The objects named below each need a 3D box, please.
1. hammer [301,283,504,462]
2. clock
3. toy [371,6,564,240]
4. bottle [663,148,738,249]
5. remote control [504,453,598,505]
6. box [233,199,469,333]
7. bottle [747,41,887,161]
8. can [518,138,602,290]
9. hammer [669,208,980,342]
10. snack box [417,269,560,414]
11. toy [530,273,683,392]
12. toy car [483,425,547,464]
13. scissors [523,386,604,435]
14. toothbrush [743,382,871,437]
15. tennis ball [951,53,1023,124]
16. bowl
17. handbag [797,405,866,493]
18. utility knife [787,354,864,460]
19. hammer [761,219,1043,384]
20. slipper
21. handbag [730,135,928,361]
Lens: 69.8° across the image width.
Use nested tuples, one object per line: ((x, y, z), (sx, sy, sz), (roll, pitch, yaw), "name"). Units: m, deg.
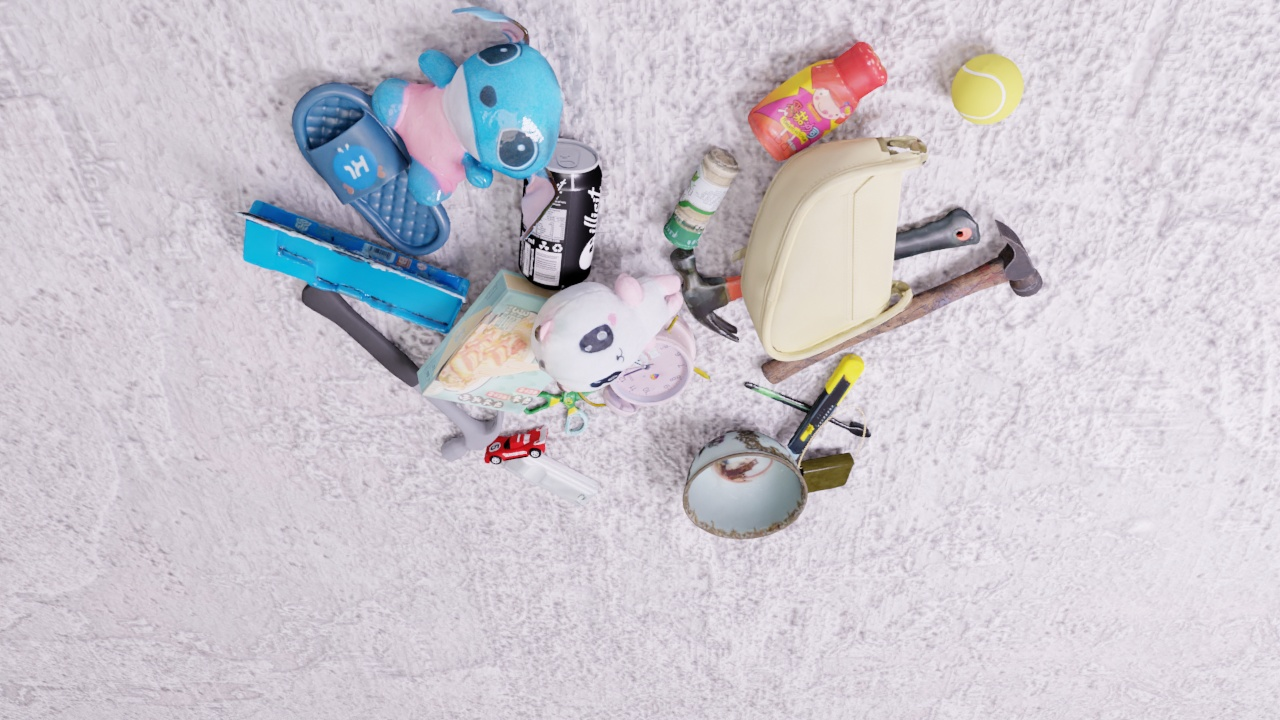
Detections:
((-0.292, 0.009, 1.144), (0.125, 0.029, 0.311), (-29, 123, 23), "hammer")
((-0.007, 0.006, 1.108), (0.158, 0.058, 0.117), (-24, 125, 13), "clock")
((-0.159, -0.220, 0.891), (0.192, 0.098, 0.224), (-12, 98, 27), "toy")
((0.065, -0.171, 0.978), (0.042, 0.042, 0.110), (20, 127, -15), "bottle")
((-0.123, 0.162, 1.268), (0.133, 0.022, 0.050), (30, 124, -22), "remote control")
((-0.307, -0.110, 0.998), (0.243, 0.059, 0.176), (20, 164, -14), "box")
((0.175, -0.256, 0.900), (0.134, 0.048, 0.071), (-32, 138, 23), "bottle")
((-0.086, -0.153, 0.972), (0.080, 0.080, 0.146), (7, 129, -4), "can")
((0.211, -0.108, 1.035), (0.333, 0.033, 0.133), (-14, 126, 12), "hammer")
((-0.153, -0.017, 1.081), (0.141, 0.044, 0.194), (15, 132, -40), "snack box")
((-0.034, -0.038, 0.998), (0.179, 0.101, 0.139), (-26, 140, -9), "toy")
((-0.165, 0.113, 1.218), (0.089, 0.038, 0.025), (-10, 126, 9), "toy car")
((-0.089, 0.055, 1.187), (0.127, 0.011, 0.123), (-20, 127, 19), "scissors")
((0.217, 0.062, 1.188), (0.188, 0.017, 0.014), (22, 123, -12), "toothbrush")
((0.333, -0.261, 0.883), (0.065, 0.065, 0.065), (1, 129, 1), "tennis ball")
((0.134, 0.148, 1.205), (0.160, 0.093, 0.160), (1, 129, 1), "bowl")
((0.248, 0.112, 1.189), (0.084, 0.027, 0.178), (-9, 142, -10), "handbag")
((0.231, 0.064, 1.168), (0.029, 0.020, 0.175), (21, 121, -10), "utility knife")
((0.287, -0.053, 1.067), (0.331, 0.033, 0.120), (-26, 137, 24), "hammer")
((-0.283, -0.189, 0.962), (0.104, 0.059, 0.214), (-19, 129, 18), "slipper")
((0.197, -0.120, 0.962), (0.191, 0.088, 0.233), (-11, 131, -6), "handbag")
